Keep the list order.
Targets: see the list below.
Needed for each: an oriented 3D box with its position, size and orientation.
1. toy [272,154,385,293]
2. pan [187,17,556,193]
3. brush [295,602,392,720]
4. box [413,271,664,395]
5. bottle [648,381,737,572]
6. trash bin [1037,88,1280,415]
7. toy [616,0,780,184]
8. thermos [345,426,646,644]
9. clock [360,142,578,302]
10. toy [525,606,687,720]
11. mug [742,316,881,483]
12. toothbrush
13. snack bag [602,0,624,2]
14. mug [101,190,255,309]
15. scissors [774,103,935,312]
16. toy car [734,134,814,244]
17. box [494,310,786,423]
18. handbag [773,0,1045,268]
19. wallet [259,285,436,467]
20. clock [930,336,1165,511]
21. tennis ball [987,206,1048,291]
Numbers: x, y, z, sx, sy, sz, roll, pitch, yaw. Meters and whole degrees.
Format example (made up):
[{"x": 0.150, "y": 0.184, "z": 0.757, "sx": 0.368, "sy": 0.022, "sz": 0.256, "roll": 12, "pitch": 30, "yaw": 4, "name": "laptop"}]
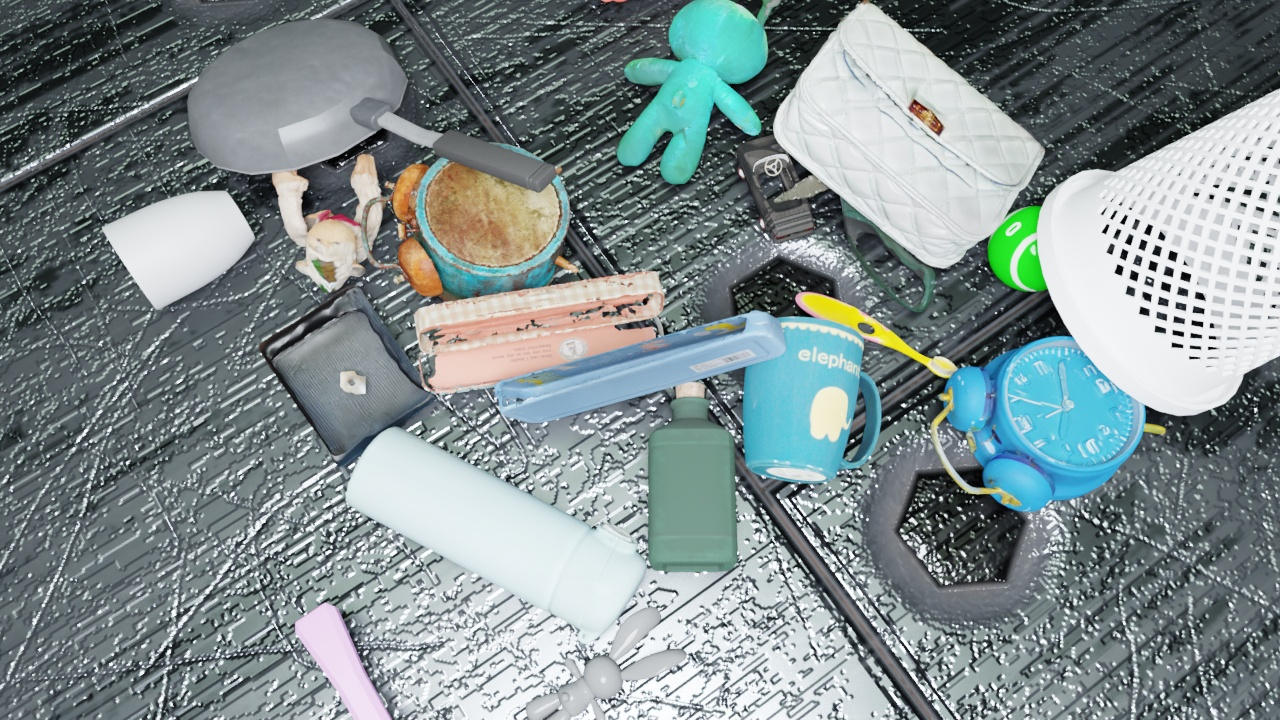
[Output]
[{"x": -0.243, "y": -0.100, "z": 0.708, "sx": 0.085, "sy": 0.074, "sz": 0.105, "roll": -1, "pitch": 60, "yaw": -6, "name": "toy"}, {"x": -0.208, "y": -0.190, "z": 0.698, "sx": 0.357, "sy": 0.041, "sz": 0.178, "roll": 24, "pitch": 59, "yaw": 27, "name": "pan"}, {"x": -0.154, "y": 0.260, "z": 0.594, "sx": 0.089, "sy": 0.043, "sz": 0.228, "roll": -34, "pitch": 73, "yaw": -11, "name": "brush"}, {"x": -0.073, "y": -0.020, "z": 0.679, "sx": 0.187, "sy": 0.085, "sz": 0.048, "roll": -10, "pitch": 45, "yaw": -10, "name": "box"}, {"x": 0.036, "y": 0.080, "z": 0.649, "sx": 0.061, "sy": 0.061, "sz": 0.131, "roll": -1, "pitch": 70, "yaw": 2, "name": "bottle"}, {"x": 0.411, "y": -0.089, "z": 0.599, "sx": 0.195, "sy": 0.200, "sz": 0.195, "roll": 11, "pitch": 63, "yaw": -23, "name": "trash bin"}, {"x": 0.049, "y": -0.240, "z": 0.764, "sx": 0.131, "sy": 0.072, "sz": 0.193, "roll": 25, "pitch": 81, "yaw": 9, "name": "toy"}, {"x": -0.097, "y": 0.118, "z": 0.634, "sx": 0.207, "sy": 0.065, "sz": 0.078, "roll": 25, "pitch": 91, "yaw": 9, "name": "thermos"}, {"x": -0.133, "y": -0.099, "z": 0.707, "sx": 0.157, "sy": 0.073, "sz": 0.121, "roll": -5, "pitch": 70, "yaw": -14, "name": "clock"}, {"x": -0.026, "y": 0.214, "z": 0.618, "sx": 0.111, "sy": 0.030, "sz": 0.049, "roll": -34, "pitch": 59, "yaw": -6, "name": "toy"}, {"x": 0.126, "y": 0.036, "z": 0.661, "sx": 0.112, "sy": 0.085, "sz": 0.104, "roll": 17, "pitch": 72, "yaw": -24, "name": "mug"}, {"x": 0.182, "y": -0.021, "z": 0.708, "sx": 0.135, "sy": 0.016, "sz": 0.021, "roll": 28, "pitch": 77, "yaw": 10, "name": "toothbrush"}, {"x": 0.026, "y": -0.363, "z": 0.804, "sx": 0.176, "sy": 0.082, "sz": 0.082, "roll": -7, "pitch": 70, "yaw": -2, "name": "snack bag"}, {"x": -0.362, "y": -0.100, "z": 0.722, "sx": 0.089, "sy": 0.071, "sz": 0.107, "roll": -33, "pitch": 45, "yaw": -20, "name": "mug"}, {"x": 0.201, "y": -0.149, "z": 0.747, "sx": 0.201, "sy": 0.015, "sz": 0.201, "roll": -37, "pitch": 86, "yaw": -22, "name": "scissors"}, {"x": 0.109, "y": -0.140, "z": 0.741, "sx": 0.040, "sy": 0.037, "sz": 0.092, "roll": -17, "pitch": 71, "yaw": -6, "name": "toy car"}, {"x": -0.004, "y": 0.001, "z": 0.640, "sx": 0.210, "sy": 0.065, "sz": 0.037, "roll": -17, "pitch": 72, "yaw": 21, "name": "box"}, {"x": 0.212, "y": -0.178, "z": 0.711, "sx": 0.195, "sy": 0.073, "sz": 0.138, "roll": 38, "pitch": 66, "yaw": -3, "name": "handbag"}, {"x": -0.221, "y": 0.012, "z": 0.693, "sx": 0.089, "sy": 0.026, "sz": 0.115, "roll": -35, "pitch": 74, "yaw": -12, "name": "wallet"}, {"x": 0.284, "y": 0.046, "z": 0.659, "sx": 0.161, "sy": 0.060, "sz": 0.116, "roll": -23, "pitch": 72, "yaw": -11, "name": "clock"}, {"x": 0.302, "y": -0.086, "z": 0.705, "sx": 0.065, "sy": 0.065, "sz": 0.065, "roll": 0, "pitch": 70, "yaw": 0, "name": "tennis ball"}]
